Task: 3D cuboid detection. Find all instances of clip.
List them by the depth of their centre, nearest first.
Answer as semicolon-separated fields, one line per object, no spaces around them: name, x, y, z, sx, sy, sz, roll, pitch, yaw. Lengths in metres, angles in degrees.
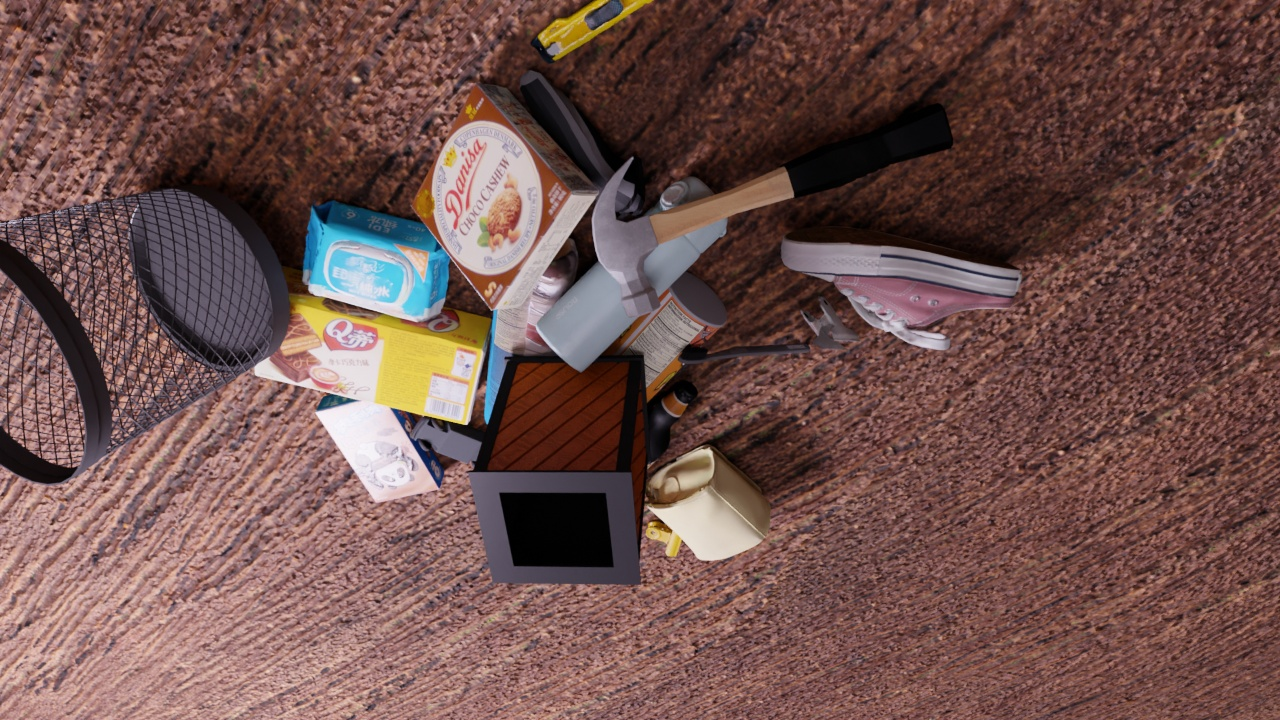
clip;0.185;-0.032;0.939;0.050;0.101;0.058;-48;69;19
clip;0.033;0.219;1.148;0.049;0.044;0.054;-5;132;-25

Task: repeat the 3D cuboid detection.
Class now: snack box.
snack box;-0.128;-0.147;0.829;0.147;0.041;0.143;50;123;18
snack box;-0.281;-0.015;0.971;0.230;0.061;0.110;14;126;-7
snack box;-0.301;0.097;1.072;0.087;0.034;0.151;-14;124;12

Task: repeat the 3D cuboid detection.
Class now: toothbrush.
toothbrush;0.109;-0.009;0.938;0.167;0.013;0.013;-3;133;-32

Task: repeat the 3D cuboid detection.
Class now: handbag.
handbag;0.076;0.169;1.081;0.111;0.081;0.119;-29;122;30

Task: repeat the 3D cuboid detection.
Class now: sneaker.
sneaker;0.243;-0.070;0.877;0.241;0.118;0.088;9;109;-11

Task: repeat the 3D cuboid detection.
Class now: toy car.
toy car;-0.208;0.092;1.062;0.112;0.034;0.046;25;119;-23

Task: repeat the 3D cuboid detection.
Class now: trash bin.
trash bin;-0.471;-0.040;0.824;0.218;0.226;0.218;12;118;23
trash bin;-0.068;0.102;0.883;0.140;0.171;0.140;-1;125;5

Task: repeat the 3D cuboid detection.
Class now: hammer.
hammer;0.115;-0.152;0.810;0.328;0.039;0.131;-20;100;-1

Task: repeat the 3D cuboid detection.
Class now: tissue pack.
tissue pack;-0.263;-0.096;0.910;0.144;0.061;0.093;14;126;-7

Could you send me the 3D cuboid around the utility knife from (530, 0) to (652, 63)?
utility knife;-0.015;-0.306;0.774;0.179;0.017;0.030;-28;130;18

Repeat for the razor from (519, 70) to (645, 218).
razor;-0.055;-0.196;0.833;0.156;0.057;0.060;40;76;-22

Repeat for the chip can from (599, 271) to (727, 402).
chip can;-0.006;0.006;0.963;0.075;0.075;0.216;31;122;-19

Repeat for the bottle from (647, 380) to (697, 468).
bottle;0.001;0.088;1.033;0.059;0.059;0.182;31;122;-19

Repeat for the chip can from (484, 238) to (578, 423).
chip can;-0.116;-0.025;0.948;0.080;0.079;0.230;9;127;-4

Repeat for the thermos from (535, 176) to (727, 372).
thermos;-0.006;-0.083;0.866;0.207;0.065;0.078;-44;138;5
